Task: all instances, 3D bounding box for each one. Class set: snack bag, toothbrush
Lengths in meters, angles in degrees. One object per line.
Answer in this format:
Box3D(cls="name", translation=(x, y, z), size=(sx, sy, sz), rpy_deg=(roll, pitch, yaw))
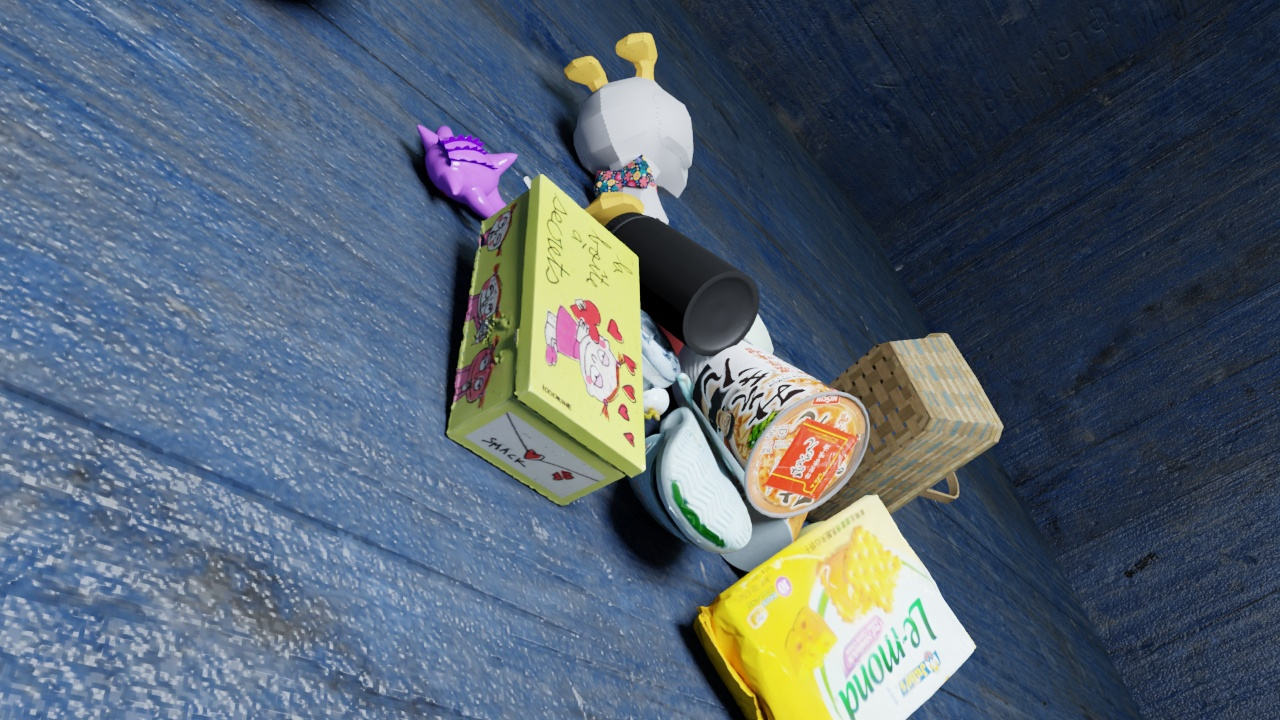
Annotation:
Box3D(cls="snack bag", translation=(0.154, 0.222, 0.742), size=(0.246, 0.068, 0.159), rpy_deg=(-21, 77, -39))
Box3D(cls="toothbrush", translation=(0.071, 0.071, 0.883), size=(0.181, 0.017, 0.016), rpy_deg=(59, 34, -42))

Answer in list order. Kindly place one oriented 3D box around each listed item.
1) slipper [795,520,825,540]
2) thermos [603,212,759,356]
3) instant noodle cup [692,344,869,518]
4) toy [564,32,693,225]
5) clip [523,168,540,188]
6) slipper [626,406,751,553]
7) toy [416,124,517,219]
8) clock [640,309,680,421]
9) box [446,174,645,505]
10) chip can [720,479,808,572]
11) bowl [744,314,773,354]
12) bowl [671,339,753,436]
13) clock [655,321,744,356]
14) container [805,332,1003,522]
Box3D(cls="slipper", translation=(0.228, 0.236, 0.953), size=(0.190, 0.092, 0.081), rpy_deg=(38, 30, -29))
Box3D(cls="thermos", translation=(0.024, -0.086, 0.915), size=(0.086, 0.086, 0.198), rpy_deg=(34, 5, -43))
Box3D(cls="instant noodle cup", translation=(0.112, 0.051, 0.802), size=(0.123, 0.124, 0.122), rpy_deg=(36, 7, -40))
Box3D(cls="toy", translation=(-0.006, -0.245, 1.100), size=(0.246, 0.141, 0.267), rpy_deg=(7, 69, -64))
Box3D(cls="clip", translation=(-0.093, -0.146, 0.930), size=(0.101, 0.046, 0.056), rpy_deg=(54, 17, -2))
Box3D(cls="slipper", translation=(0.035, 0.102, 0.767), size=(0.104, 0.074, 0.245), rpy_deg=(56, 5, -6))
Box3D(cls="toy", translation=(-0.147, -0.163, 0.778), size=(0.088, 0.056, 0.106), rpy_deg=(-1, 58, -60))
Box3D(cls="clock", translation=(-0.005, 0.005, 0.834), size=(0.083, 0.057, 0.117), rpy_deg=(43, 25, -31))
Box3D(cls="box", translation=(-0.063, -0.020, 0.679), size=(0.124, 0.082, 0.220), rpy_deg=(40, 36, -35))
Box3D(cls="chip can", translation=(0.138, 0.119, 0.901), size=(0.075, 0.075, 0.214), rpy_deg=(54, 30, -4))
Box3D(cls="bowl", translation=(0.104, -0.038, 1.117), size=(0.117, 0.061, 0.117), rpy_deg=(45, 23, -26))
Box3D(cls="bowl", translation=(0.078, 0.036, 0.912), size=(0.118, 0.118, 0.062), rpy_deg=(49, 51, -16))
Box3D(cls="clock", translation=(0.060, -0.050, 1.014), size=(0.117, 0.081, 0.158), rpy_deg=(16, 44, -58))
Box3D(cls="container", translation=(0.296, 0.093, 1.078), size=(0.186, 0.251, 0.157), rpy_deg=(11, 46, -39))
